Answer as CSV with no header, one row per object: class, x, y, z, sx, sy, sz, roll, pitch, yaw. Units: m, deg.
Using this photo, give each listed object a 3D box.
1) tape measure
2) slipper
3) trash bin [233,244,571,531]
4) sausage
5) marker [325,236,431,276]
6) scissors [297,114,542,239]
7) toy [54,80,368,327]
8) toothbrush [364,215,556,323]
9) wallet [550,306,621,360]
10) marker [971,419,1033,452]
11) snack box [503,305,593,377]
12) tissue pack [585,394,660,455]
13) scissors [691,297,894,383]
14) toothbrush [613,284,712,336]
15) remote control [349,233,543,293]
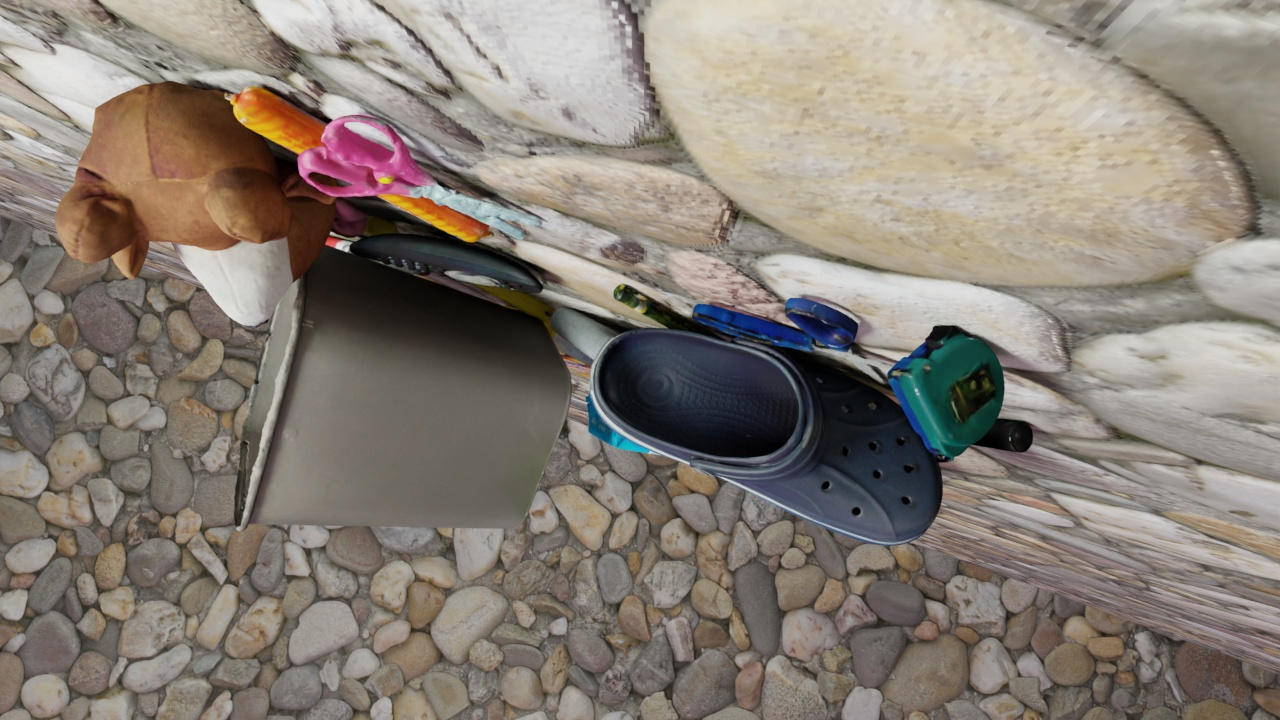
tape measure,0.151,0.014,0.443,0.058,0.054,0.025,58,161,-20
slipper,0.088,0.038,0.610,0.253,0.105,0.095,21,168,3
trash bin,-0.193,0.031,0.742,0.219,0.199,0.199,14,-158,-26
sausage,-0.144,-0.102,0.497,0.165,0.021,0.021,27,170,-41
marker,-0.240,-0.094,0.816,0.145,0.017,0.017,15,171,32
scissors,-0.117,-0.087,0.492,0.077,0.017,0.137,-20,151,36
toy,-0.247,-0.085,0.558,0.140,0.130,0.199,-4,-178,-6
toothbrush,-0.140,-0.070,0.735,0.190,0.015,0.017,27,174,-43
wallet,-0.004,0.004,0.751,0.106,0.037,0.130,25,-175,-40
marker,0.217,0.049,0.641,0.020,0.022,0.132,-16,-173,-22
snack box,-0.066,-0.011,0.904,0.087,0.033,0.140,13,172,43
tissue pack,0.006,0.048,0.842,0.090,0.063,0.140,7,-179,-15
scissors,0.110,-0.010,0.542,0.176,0.012,0.162,16,172,14
toothbrush,0.049,-0.014,0.662,0.017,0.012,0.185,3,162,47
remote control,-0.135,-0.072,0.648,0.136,0.024,0.053,11,174,-12
